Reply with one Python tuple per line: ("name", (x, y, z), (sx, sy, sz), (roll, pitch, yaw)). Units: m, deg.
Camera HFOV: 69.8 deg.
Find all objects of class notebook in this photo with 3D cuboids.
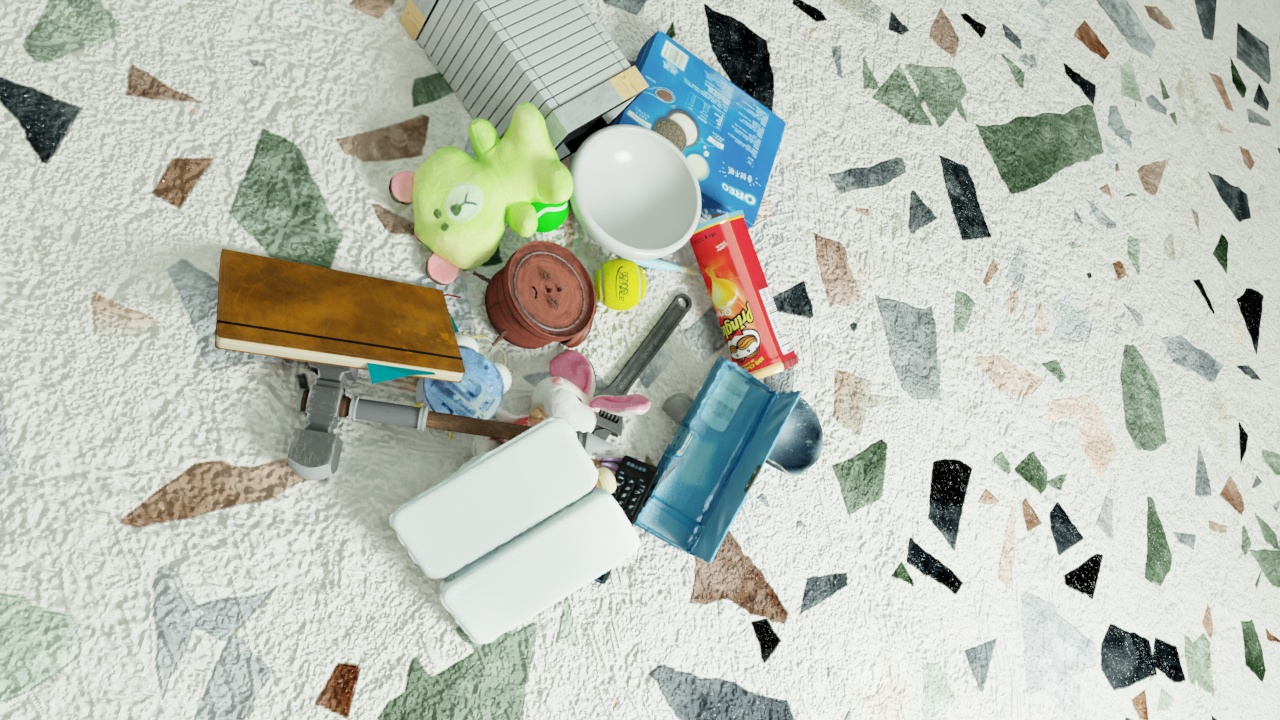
("notebook", (-0.295, -0.040, 0.934), (0.249, 0.014, 0.178), (10, 32, -28))

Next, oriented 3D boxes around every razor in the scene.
("razor", (0.087, 0.043, 1.185), (0.088, 0.048, 0.116), (41, 51, -14))

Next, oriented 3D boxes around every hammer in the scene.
("hammer", (-0.185, 0.065, 0.942), (0.322, 0.043, 0.155), (9, 74, -7))

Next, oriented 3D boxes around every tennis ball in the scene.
("tennis ball", (-0.120, -0.188, 1.115), (0.065, 0.066, 0.065), (10, 70, -28))
("tennis ball", (-0.025, -0.095, 1.142), (0.065, 0.066, 0.065), (10, 70, -28))

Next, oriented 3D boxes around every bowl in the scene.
("bowl", (0.184, 0.099, 1.213), (0.110, 0.055, 0.110), (9, 71, -28))
("bowl", (-0.014, -0.204, 1.158), (0.176, 0.066, 0.176), (7, 73, -23))

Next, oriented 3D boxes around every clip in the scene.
("clip", (-0.022, 0.123, 1.110), (0.051, 0.014, 0.043), (40, 59, -17))

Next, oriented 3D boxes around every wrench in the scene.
("wrench", (-0.007, 0.007, 1.153), (0.073, 0.018, 0.272), (44, 57, -11))

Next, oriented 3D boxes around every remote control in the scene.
("remote control", (-0.029, 0.185, 1.068), (0.047, 0.022, 0.150), (21, 67, 16))

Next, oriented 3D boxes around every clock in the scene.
("clock", (-0.109, -0.072, 1.074), (0.157, 0.072, 0.120), (-9, 80, -42))
("clock", (-0.193, 0.023, 1.015), (0.089, 0.052, 0.125), (42, 58, -12))

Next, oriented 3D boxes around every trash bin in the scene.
("trash bin", (-0.143, -0.373, 1.112), (0.142, 0.143, 0.247), (-40, 97, -33))

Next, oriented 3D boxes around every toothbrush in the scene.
("toothbrush", (0.041, -0.126, 1.222), (0.154, 0.016, 0.022), (7, 49, -29))

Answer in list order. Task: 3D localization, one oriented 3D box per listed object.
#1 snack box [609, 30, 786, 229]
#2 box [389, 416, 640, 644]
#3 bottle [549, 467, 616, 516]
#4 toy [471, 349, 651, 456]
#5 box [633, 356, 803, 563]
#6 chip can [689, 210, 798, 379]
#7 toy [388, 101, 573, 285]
("snack box", (0.079, -0.313, 1.279), (0.238, 0.056, 0.195), (30, 62, -21))
("box", (-0.123, 0.177, 0.940), (0.209, 0.045, 0.191), (-29, 112, -5))
("bottle", (-0.100, 0.163, 1.021), (0.165, 0.060, 0.059), (-21, 86, -33))
("toy", (-0.103, 0.065, 1.031), (0.193, 0.159, 0.084), (-31, 132, -23))
("box", (0.092, 0.116, 1.082), (0.094, 0.112, 0.231), (34, 80, -17))
("chip can", (0.133, -0.083, 1.208), (0.086, 0.087, 0.213), (-21, 92, -34))
("toy", (-0.176, -0.194, 1.045), (0.150, 0.197, 0.107), (63, 12, -9))
